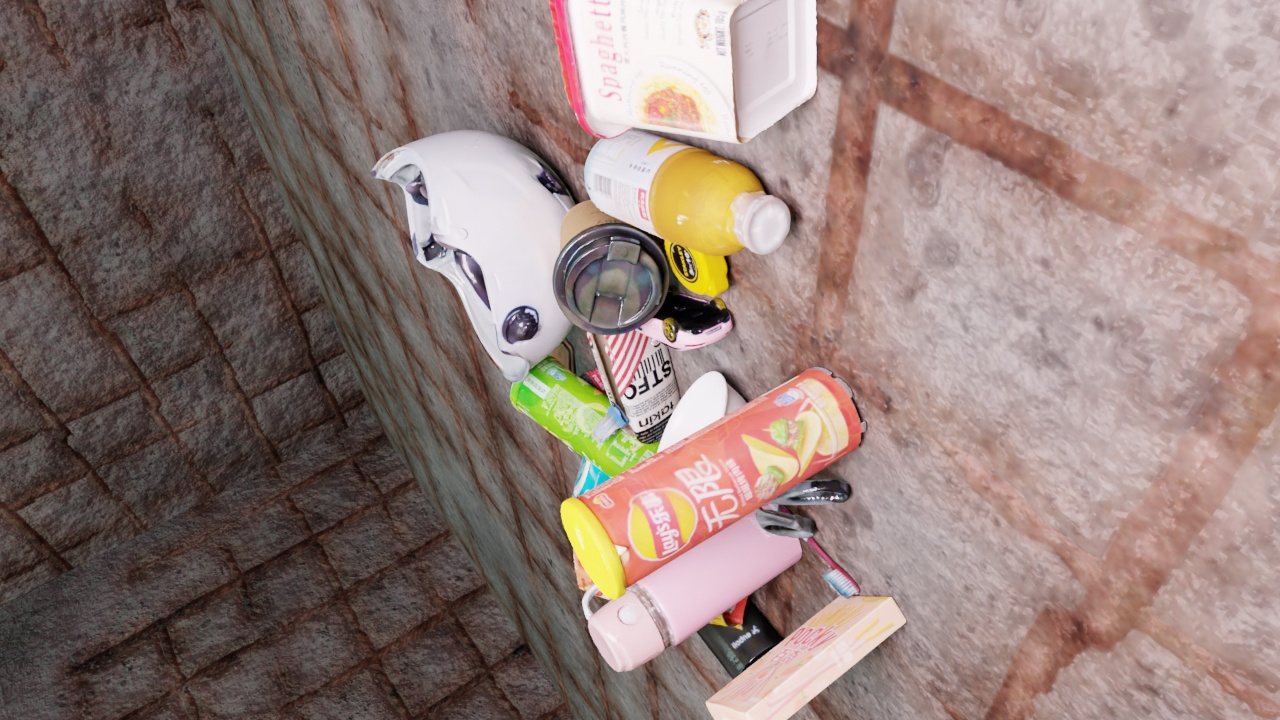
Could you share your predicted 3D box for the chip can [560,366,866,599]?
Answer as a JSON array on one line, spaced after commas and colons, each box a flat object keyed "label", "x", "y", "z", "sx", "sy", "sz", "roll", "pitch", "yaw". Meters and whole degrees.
[{"label": "chip can", "x": 0.053, "y": 0.079, "z": 0.635, "sx": 0.073, "sy": 0.216, "sz": 0.073, "roll": 48, "pitch": 154, "yaw": 32}]

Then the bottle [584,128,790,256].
[{"label": "bottle", "x": 0.030, "y": -0.117, "z": 0.645, "sx": 0.189, "sy": 0.068, "sz": 0.068, "roll": 33, "pitch": 145, "yaw": 50}]

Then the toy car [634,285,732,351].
[{"label": "toy car", "x": 0.029, "y": -0.033, "z": 0.769, "sx": 0.122, "sy": 0.056, "sz": 0.037, "roll": 25, "pitch": 132, "yaw": 57}]

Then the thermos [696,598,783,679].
[{"label": "thermos", "x": 0.050, "y": 0.253, "z": 1.030, "sx": 0.242, "sy": 0.090, "sz": 0.068, "roll": 46, "pitch": 174, "yaw": 34}]

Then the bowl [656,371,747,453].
[{"label": "bowl", "x": 0.067, "y": 0.075, "z": 0.786, "sx": 0.064, "sy": 0.118, "sz": 0.118, "roll": 24, "pitch": 165, "yaw": -16}]

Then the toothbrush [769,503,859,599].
[{"label": "toothbrush", "x": 0.125, "y": 0.139, "z": 0.819, "sx": 0.187, "sy": 0.017, "sz": 0.016, "roll": 47, "pitch": 154, "yaw": 30}]

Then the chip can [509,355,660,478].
[{"label": "chip can", "x": -0.042, "y": 0.074, "z": 0.972, "sx": 0.221, "sy": 0.072, "sz": 0.073, "roll": 34, "pitch": 149, "yaw": 25}]

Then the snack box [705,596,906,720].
[{"label": "snack box", "x": 0.132, "y": 0.243, "z": 0.740, "sx": 0.026, "sy": 0.157, "sz": 0.085, "roll": 58, "pitch": 158, "yaw": 3}]

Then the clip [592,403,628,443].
[{"label": "clip", "x": -0.027, "y": 0.061, "z": 0.893, "sx": 0.024, "sy": 0.027, "sz": 0.056, "roll": 53, "pitch": 148, "yaw": 10}]

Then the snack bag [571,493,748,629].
[{"label": "snack bag", "x": 0.013, "y": 0.217, "z": 0.977, "sx": 0.208, "sy": 0.073, "sz": 0.129, "roll": 6, "pitch": 114, "yaw": 33}]

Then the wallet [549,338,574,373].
[{"label": "wallet", "x": -0.116, "y": -0.008, "z": 1.175, "sx": 0.101, "sy": 0.020, "sz": 0.115, "roll": 46, "pitch": 151, "yaw": 31}]

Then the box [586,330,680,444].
[{"label": "box", "x": -0.009, "y": 0.002, "z": 0.887, "sx": 0.073, "sy": 0.075, "sz": 0.164, "roll": 22, "pitch": 139, "yaw": 52}]

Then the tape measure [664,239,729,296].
[{"label": "tape measure", "x": 0.045, "y": -0.082, "z": 0.708, "sx": 0.057, "sy": 0.028, "sz": 0.060, "roll": 27, "pitch": 140, "yaw": 54}]

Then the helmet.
[{"label": "helmet", "x": -0.132, "y": -0.116, "z": 0.904, "sx": 0.229, "sy": 0.145, "sz": 0.259, "roll": 39, "pitch": 159, "yaw": 51}]

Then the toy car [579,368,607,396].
[{"label": "toy car", "x": -0.057, "y": 0.049, "z": 1.075, "sx": 0.053, "sy": 0.045, "sz": 0.121, "roll": 58, "pitch": 153, "yaw": 12}]

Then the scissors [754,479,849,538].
[{"label": "scissors", "x": 0.084, "y": 0.117, "z": 0.745, "sx": 0.159, "sy": 0.181, "sz": 0.014, "roll": 47, "pitch": -140, "yaw": -51}]

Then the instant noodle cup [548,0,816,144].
[{"label": "instant noodle cup", "x": 0.029, "y": -0.185, "z": 0.524, "sx": 0.124, "sy": 0.116, "sz": 0.116, "roll": 28, "pitch": 143, "yaw": 35}]

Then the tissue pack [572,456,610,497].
[{"label": "tissue pack", "x": -0.044, "y": 0.128, "z": 1.074, "sx": 0.050, "sy": 0.093, "sz": 0.134, "roll": 18, "pitch": 155, "yaw": -6}]

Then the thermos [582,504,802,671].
[{"label": "thermos", "x": 0.043, "y": 0.197, "z": 0.828, "sx": 0.087, "sy": 0.198, "sz": 0.067, "roll": 47, "pitch": 156, "yaw": 37}]

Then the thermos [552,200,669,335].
[{"label": "thermos", "x": -0.030, "y": -0.085, "z": 0.762, "sx": 0.143, "sy": 0.093, "sz": 0.093, "roll": -108, "pitch": 2, "yaw": -61}]
